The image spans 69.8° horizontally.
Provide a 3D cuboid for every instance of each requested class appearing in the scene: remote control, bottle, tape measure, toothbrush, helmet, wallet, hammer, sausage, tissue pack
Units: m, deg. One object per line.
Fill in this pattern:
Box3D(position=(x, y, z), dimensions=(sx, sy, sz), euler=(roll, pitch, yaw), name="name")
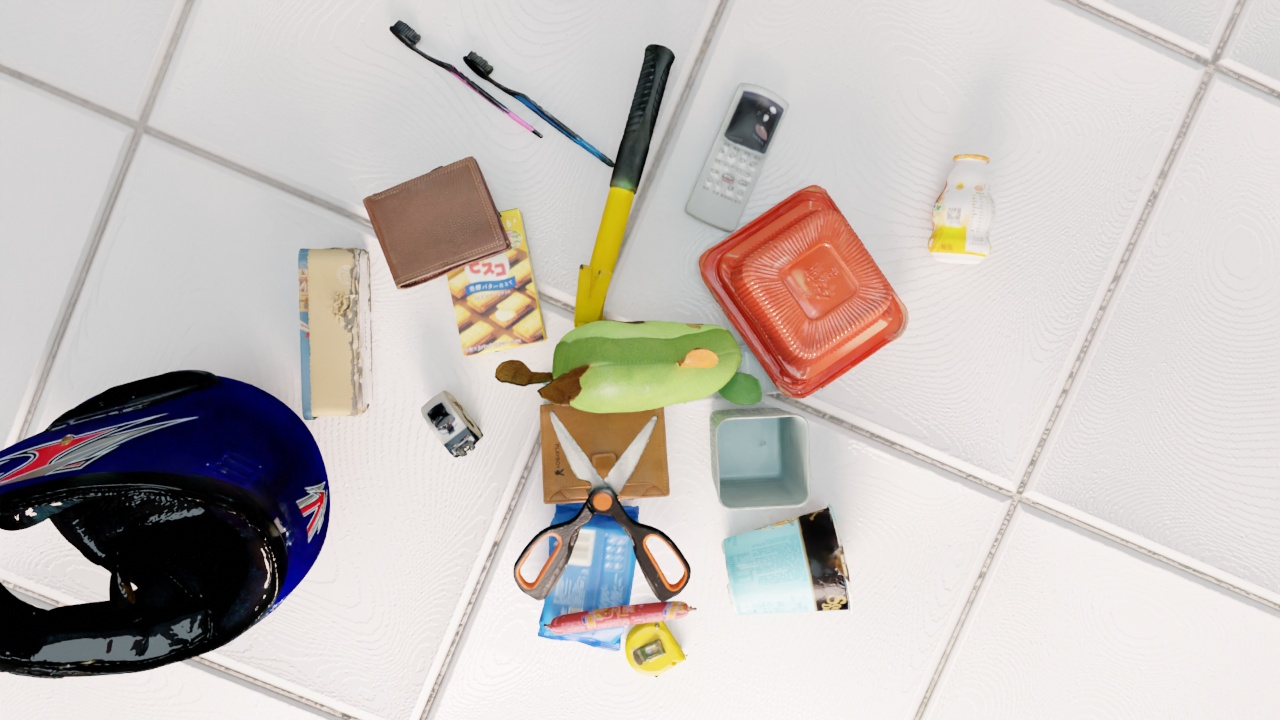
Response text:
Box3D(position=(0.102, 0.011, 0.965), dimensions=(0.136, 0.020, 0.056), euler=(-7, 93, -1), name="remote control")
Box3D(position=(0.331, -0.154, 0.938), dimensions=(0.063, 0.063, 0.108), euler=(7, 94, -2), name="bottle")
Box3D(position=(-0.192, 0.064, 0.937), dimensions=(0.033, 0.066, 0.066), euler=(-38, 96, -4), name="tape measure")
Box3D(position=(-0.176, -0.287, 0.940), dimensions=(0.189, 0.014, 0.017), euler=(35, 80, -4), name="toothbrush")
Box3D(position=(-0.450, 0.134, 0.844), dimensions=(0.315, 0.240, 0.248), euler=(-9, 116, -10), name="helmet")
Box3D(position=(0.012, 0.308, 0.979), dimensions=(0.057, 0.029, 0.060), euler=(-32, 94, 1), name="tape measure")
Box3D(position=(-0.038, 0.094, 0.951), dimensions=(0.132, 0.031, 0.107), euler=(-3, 76, -1), name="wallet")
Box3D(position=(-0.017, -0.171, 0.917), dimensions=(0.033, 0.129, 0.300), euler=(15, 83, 0), name="hammer")
Box3D(position=(0.100, -0.210, 0.949), dimensions=(0.058, 0.021, 0.150), euler=(23, 94, -3), name="remote control")
Box3D(position=(-0.102, -0.258, 0.944), dimensions=(0.189, 0.014, 0.016), euler=(35, 68, -4), name="toothbrush")
Box3D(position=(-0.020, 0.258, 0.926), dimensions=(0.156, 0.020, 0.020), euler=(-7, 94, -1), name="sausage")
Box3D(position=(-0.202, -0.136, 0.911), dimensions=(0.124, 0.032, 0.101), euler=(-21, 86, -1), name="wallet")
Box3D(position=(-0.053, 0.223, 0.960), dimensions=(0.095, 0.052, 0.157), euler=(7, 94, 0), name="tissue pack")

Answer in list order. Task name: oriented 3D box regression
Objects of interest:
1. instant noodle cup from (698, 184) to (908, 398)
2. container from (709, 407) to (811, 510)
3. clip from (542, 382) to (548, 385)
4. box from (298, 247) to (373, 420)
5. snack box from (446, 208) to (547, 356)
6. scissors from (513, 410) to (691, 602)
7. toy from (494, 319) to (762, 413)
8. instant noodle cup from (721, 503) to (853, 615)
Box3D(position=(0.171, -0.071, 0.925), dimensions=(0.164, 0.079, 0.189), euler=(-35, 90, -6), name="instant noodle cup")
Box3D(position=(0.114, 0.093, 0.926), dimensions=(0.090, 0.111, 0.090), euler=(-3, 94, -2), name="container")
Box3D(position=(-0.072, 0.025, 0.965), dimensions=(0.054, 0.013, 0.034), euler=(33, 93, -1), name="clip")
Box3D(position=(-0.303, -0.022, 0.917), dimensions=(0.061, 0.090, 0.184), euler=(1, 93, -8), name="box")
Box3D(position=(-0.152, -0.080, 0.945), dimensions=(0.087, 0.033, 0.140), euler=(-11, 92, 0), name="snack box")
Box3D(position=(-0.039, 0.156, 0.907), dimensions=(0.221, 0.021, 0.234), euler=(-40, 100, 7), name="scissors")
Box3D(position=(-0.005, 0.005, 0.868), dimensions=(0.246, 0.227, 0.090), euler=(-5, 93, -31), name="toy")
Box3D(position=(0.148, 0.212, 0.943), dimensions=(0.120, 0.111, 0.111), euler=(-11, 94, 6), name="instant noodle cup")
